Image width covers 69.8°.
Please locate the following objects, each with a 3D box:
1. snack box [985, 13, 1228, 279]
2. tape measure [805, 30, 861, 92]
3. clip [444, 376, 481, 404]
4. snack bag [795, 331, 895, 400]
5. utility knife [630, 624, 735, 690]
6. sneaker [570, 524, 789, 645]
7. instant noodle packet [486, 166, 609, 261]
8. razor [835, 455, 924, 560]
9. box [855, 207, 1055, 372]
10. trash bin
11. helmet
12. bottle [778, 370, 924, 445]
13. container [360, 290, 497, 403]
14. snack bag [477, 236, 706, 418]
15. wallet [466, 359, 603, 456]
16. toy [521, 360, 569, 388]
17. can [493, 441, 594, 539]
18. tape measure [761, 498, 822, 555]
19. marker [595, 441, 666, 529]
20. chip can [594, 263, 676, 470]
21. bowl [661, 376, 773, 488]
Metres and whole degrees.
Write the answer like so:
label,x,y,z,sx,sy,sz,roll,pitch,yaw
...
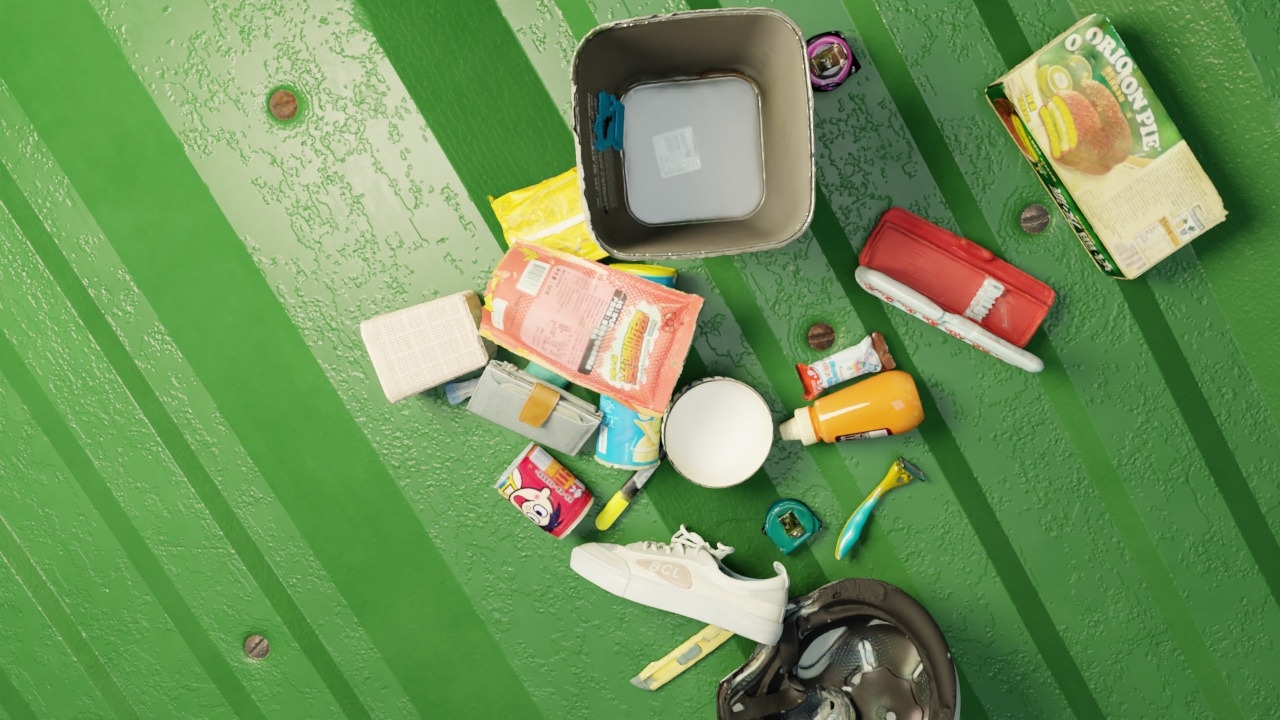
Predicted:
label,x,y,z,sx,sy,sz,roll,pitch,yaw
snack box,0.460,-0.208,0.912,0.114,0.063,0.240,-36,96,8
tape measure,0.185,-0.299,0.921,0.058,0.039,0.057,-29,97,7
clip,-0.186,0.030,1.008,0.058,0.037,0.026,-15,96,4
snack bag,0.216,0.007,0.980,0.105,0.026,0.045,-23,95,4
utility knife,0.066,0.325,1.052,0.183,0.019,0.031,-39,102,4
sneaker,0.042,0.223,0.986,0.242,0.089,0.090,15,81,16
instant noodle packet,-0.087,-0.141,0.961,0.128,0.044,0.111,-20,94,4
razor,0.254,0.164,1.004,0.043,0.028,0.132,32,99,-34
box,0.323,-0.073,0.924,0.201,0.100,0.094,27,101,-3
trash bin,0.047,-0.201,0.855,0.199,0.219,0.199,-4,100,3
helmet,0.226,0.371,0.967,0.274,0.230,0.157,-49,137,6
bottle,0.220,0.058,0.974,0.150,0.066,0.067,-17,99,13
container,-0.218,-0.019,0.967,0.111,0.090,0.090,-19,98,3
snack bag,-0.051,-0.037,0.908,0.208,0.073,0.128,22,92,9
wallet,-0.113,0.054,0.965,0.129,0.107,0.036,25,58,-9
toy,-0.090,-0.012,0.991,0.096,0.030,0.092,7,102,-4
can,-0.104,0.143,0.999,0.094,0.066,0.066,41,99,-5
tape measure,0.165,0.181,1.014,0.058,0.025,0.054,-40,97,8
marker,-0.008,0.139,1.022,0.018,0.015,0.124,38,97,-5
chip can,-0.006,0.006,0.969,0.071,0.071,0.210,5,101,2
bowl,0.077,0.071,0.974,0.116,0.066,0.116,-1,99,-6
